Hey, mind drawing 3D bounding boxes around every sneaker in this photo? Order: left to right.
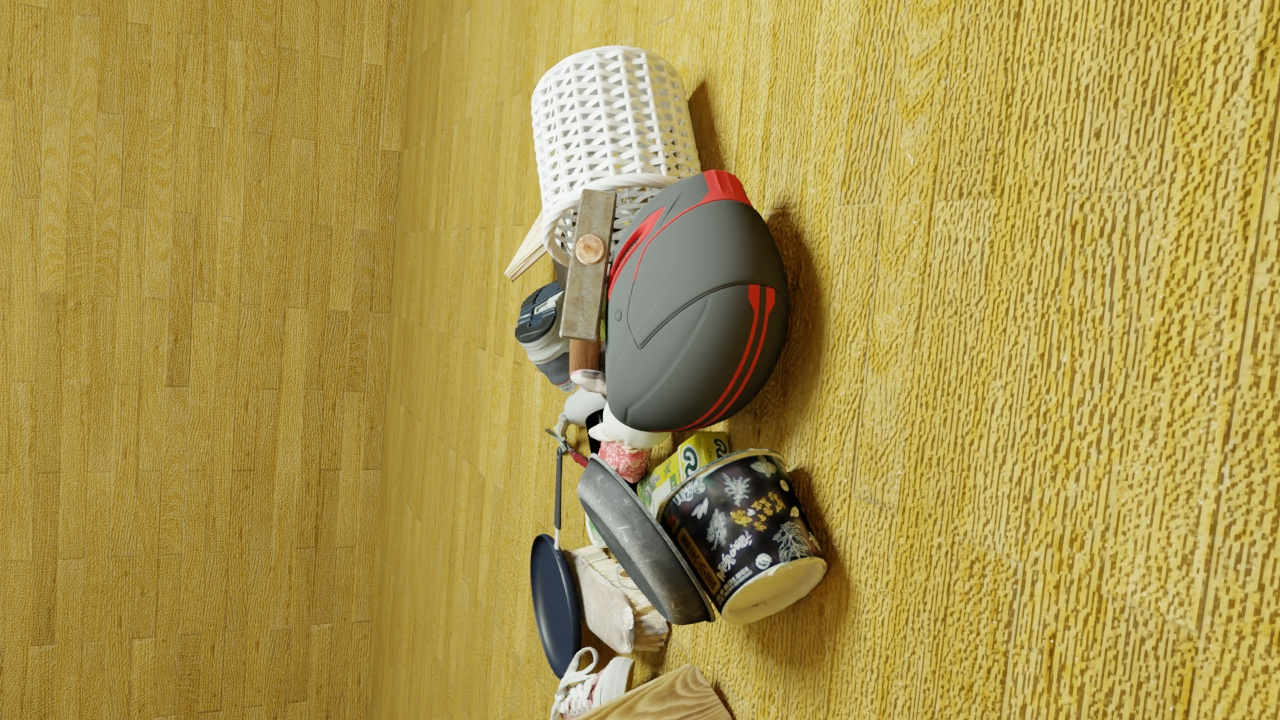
[{"bbox_3d":[-0.116,-0.032,1.338,0.239,0.089,0.124,-77,-37,-66],"label":"sneaker"},{"bbox_3d":[-0.062,0.417,1.124,0.242,0.088,0.118,106,175,-56],"label":"sneaker"}]

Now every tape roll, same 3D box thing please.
[{"bbox_3d":[-0.051,0.211,1.263,0.094,0.018,0.094,-178,90,-66],"label":"tape roll"}]

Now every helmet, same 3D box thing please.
[{"bbox_3d":[0.056,-0.033,0.885,0.265,0.164,0.169,-63,39,28],"label":"helmet"}]

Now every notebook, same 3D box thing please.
[{"bbox_3d":[-0.131,-0.214,1.373,0.167,0.024,0.226,-63,16,-20],"label":"notebook"}]

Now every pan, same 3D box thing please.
[{"bbox_3d":[-0.111,0.268,1.231,0.198,0.021,0.357,-130,39,-55],"label":"pan"},{"bbox_3d":[-0.007,0.180,0.924,0.187,0.055,0.357,54,167,4],"label":"pan"}]

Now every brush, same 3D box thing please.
[{"bbox_3d":[-0.046,0.307,1.197,0.272,0.056,0.083,-170,79,-66],"label":"brush"}]

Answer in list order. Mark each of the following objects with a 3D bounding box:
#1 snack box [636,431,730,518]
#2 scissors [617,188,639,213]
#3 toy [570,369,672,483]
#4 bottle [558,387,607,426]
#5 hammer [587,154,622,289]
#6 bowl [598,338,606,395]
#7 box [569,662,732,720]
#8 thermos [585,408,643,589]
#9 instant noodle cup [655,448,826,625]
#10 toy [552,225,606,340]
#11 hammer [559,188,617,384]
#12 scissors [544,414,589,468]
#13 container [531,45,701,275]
[{"bbox_3d":[0.048,0.165,1.025,0.181,0.045,0.121,135,132,-55],"label":"snack box"},{"bbox_3d":[-0.002,-0.180,1.198,0.168,0.012,0.158,-115,34,-45],"label":"scissors"},{"bbox_3d":[-0.006,0.070,1.052,0.195,0.159,0.084,103,164,-53],"label":"toy"},{"bbox_3d":[-0.072,0.061,1.280,0.196,0.052,0.052,147,122,-60],"label":"bottle"},{"bbox_3d":[-0.047,-0.204,1.169,0.025,0.117,0.332,127,139,-53],"label":"hammer"},{"bbox_3d":[-0.007,0.006,1.129,0.145,0.067,0.145,-178,90,-65],"label":"bowl"},{"bbox_3d":[-0.027,0.521,0.922,0.263,0.268,0.280,56,138,31],"label":"box"},{"bbox_3d":[-0.022,0.174,1.153,0.061,0.061,0.231,128,138,-51],"label":"thermos"},{"bbox_3d":[0.098,0.166,0.835,0.112,0.137,0.138,62,142,34],"label":"instant noodle cup"},{"bbox_3d":[-0.067,-0.113,1.245,0.152,0.078,0.179,-125,18,-57],"label":"toy"},{"bbox_3d":[-0.061,-0.040,1.021,0.301,0.037,0.157,101,176,-66],"label":"hammer"},{"bbox_3d":[-0.104,0.121,1.343,0.195,0.015,0.179,41,159,38],"label":"scissors"},{"bbox_3d":[-0.026,-0.223,1.049,0.190,0.189,0.186,133,135,-54],"label":"container"}]
